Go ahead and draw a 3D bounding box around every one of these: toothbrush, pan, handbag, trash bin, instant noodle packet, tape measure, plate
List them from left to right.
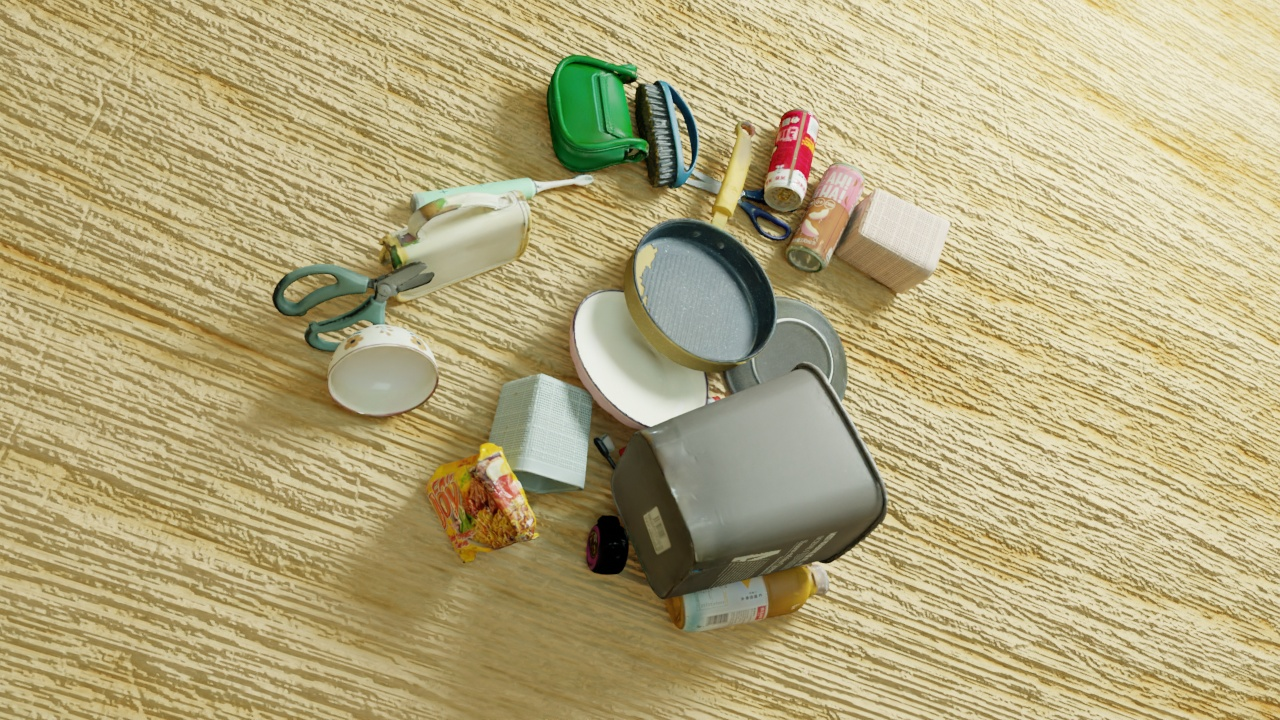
[{"bbox_3d":[-0.199,-0.143,0.987,0.163,0.179,0.063,-24,80,-20],"label":"handbag"},{"bbox_3d":[-0.170,0.151,0.958,0.044,0.129,0.111,-24,89,-46],"label":"instant noodle packet"},{"bbox_3d":[-0.161,-0.202,1.094,0.224,0.027,0.026,-13,119,-20],"label":"toothbrush"},{"bbox_3d":[-0.054,-0.304,1.127,0.120,0.068,0.131,-7,78,-13],"label":"handbag"},{"bbox_3d":[-0.035,0.209,1.022,0.039,0.058,0.057,8,33,-20],"label":"tape measure"},{"bbox_3d":[-0.006,0.006,1.059,0.192,0.039,0.192,24,45,-27],"label":"plate"},{"bbox_3d":[-0.001,0.164,1.067,0.018,0.016,0.181,-30,87,-31],"label":"toothbrush"},{"bbox_3d":[0.094,-0.151,1.132,0.197,0.078,0.356,24,55,-17],"label":"pan"},{"bbox_3d":[0.106,0.140,0.986,0.219,0.200,0.198,-14,63,-25],"label":"trash bin"},{"bbox_3d":[0.189,0.002,1.162,0.179,0.024,0.179,4,77,-17],"label":"plate"}]

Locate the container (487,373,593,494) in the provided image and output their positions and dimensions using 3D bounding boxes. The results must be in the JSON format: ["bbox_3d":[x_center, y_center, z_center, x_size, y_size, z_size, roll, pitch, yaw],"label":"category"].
[{"bbox_3d":[-0.109,0.080,1.002,0.090,0.090,0.111,23,67,-36],"label":"container"}]

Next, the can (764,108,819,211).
[{"bbox_3d":[0.198,-0.263,1.201,0.053,0.053,0.132,22,63,-12],"label":"can"}]

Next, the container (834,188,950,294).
[{"bbox_3d":[0.329,-0.159,1.213,0.111,0.090,0.089,26,71,-7],"label":"container"}]

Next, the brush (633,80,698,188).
[{"bbox_3d":[0.037,-0.287,1.163,0.073,0.055,0.143,-6,79,-18],"label":"brush"}]

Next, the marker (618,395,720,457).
[{"bbox_3d":[0.038,0.080,1.098,0.145,0.017,0.017,-28,87,-22],"label":"marker"}]

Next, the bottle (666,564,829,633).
[{"bbox_3d":[0.126,0.266,1.055,0.189,0.068,0.068,-4,79,-19],"label":"bottle"}]

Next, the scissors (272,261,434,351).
[{"bbox_3d":[-0.298,-0.075,0.949,0.143,0.180,0.019,47,24,-37],"label":"scissors"}]

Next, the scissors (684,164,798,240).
[{"bbox_3d":[0.133,-0.223,1.204,0.132,0.012,0.172,-41,91,-20],"label":"scissors"}]

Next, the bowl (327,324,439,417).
[{"bbox_3d":[-0.275,0.002,0.975,0.113,0.114,0.062,-4,48,-19],"label":"bowl"}]

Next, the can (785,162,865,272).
[{"bbox_3d":[0.244,-0.188,1.206,0.058,0.058,0.147,32,70,-9],"label":"can"}]
